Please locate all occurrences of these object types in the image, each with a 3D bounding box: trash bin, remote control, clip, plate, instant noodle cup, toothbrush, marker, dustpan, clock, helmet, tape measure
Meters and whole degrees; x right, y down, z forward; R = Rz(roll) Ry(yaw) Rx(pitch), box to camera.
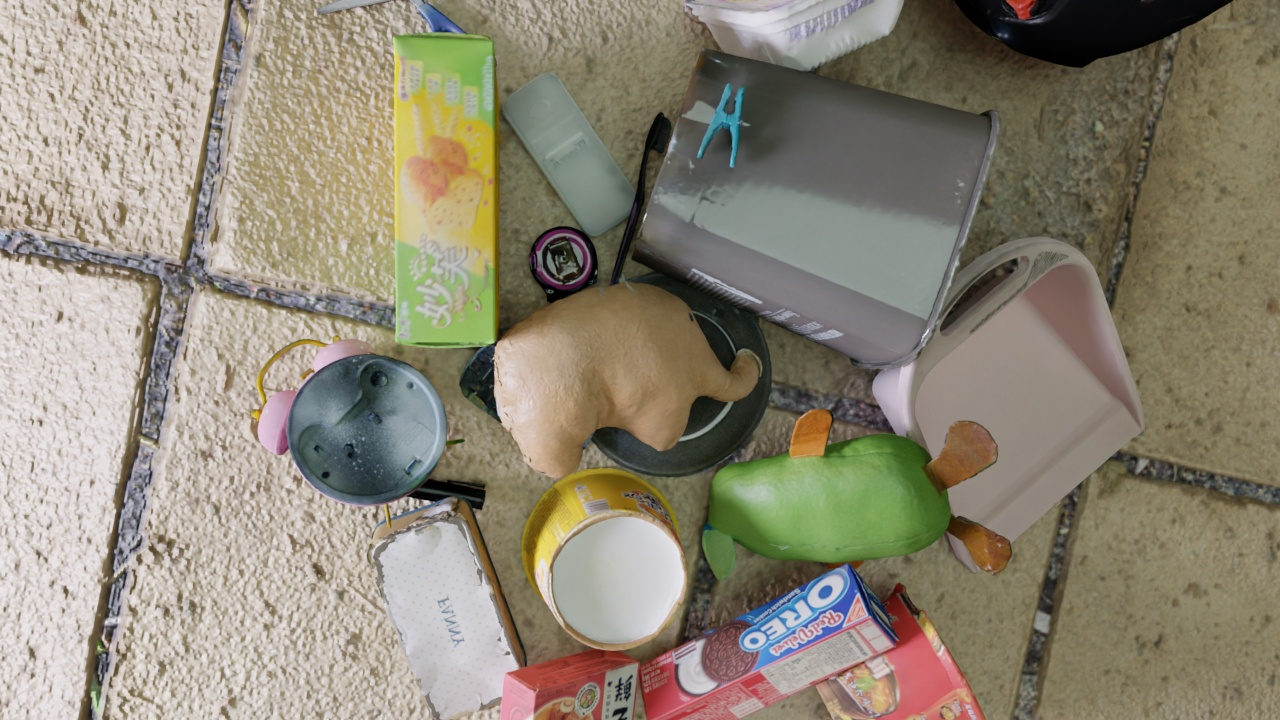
[{"bbox_3d":[0.120,-0.118,0.713,0.220,0.199,0.198,18,88,-3],"label":"trash bin"},{"bbox_3d":[-0.058,-0.170,0.764,0.056,0.020,0.136,-36,99,-4],"label":"remote control"},{"bbox_3d":[0.059,-0.160,0.623,0.038,0.013,0.055,17,91,4],"label":"clip"},{"bbox_3d":[0.028,0.013,0.783,0.179,0.024,0.179,0,92,-8],"label":"plate"},{"bbox_3d":[0.209,0.277,0.771,0.108,0.138,0.138,-28,96,2],"label":"instant noodle cup"},{"bbox_3d":[-0.024,0.163,0.740,0.138,0.110,0.138,0,93,-9],"label":"instant noodle cup"},{"bbox_3d":[-0.005,-0.113,0.760,0.016,0.014,0.189,16,90,-31],"label":"toothbrush"},{"bbox_3d":[-0.194,0.102,0.758,0.132,0.020,0.022,12,86,-9],"label":"marker"},{"bbox_3d":[0.318,0.036,0.768,0.222,0.139,0.273,-41,97,-5],"label":"dustpan"},{"bbox_3d":[-0.227,0.046,0.717,0.158,0.060,0.117,40,67,-2],"label":"clock"},{"bbox_3d":[0.337,-0.354,0.708,0.274,0.231,0.233,17,75,-10],"label":"helmet"},{"bbox_3d":[-0.064,-0.082,0.758,0.057,0.039,0.058,-23,95,-6],"label":"tape measure"},{"bbox_3d":[0.125,-0.275,0.723,0.138,0.173,0.060,-26,118,-7],"label":"instant noodle cup"}]

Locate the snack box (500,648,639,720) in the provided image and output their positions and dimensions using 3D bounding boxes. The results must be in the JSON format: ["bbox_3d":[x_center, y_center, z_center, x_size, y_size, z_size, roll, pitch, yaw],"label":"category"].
[{"bbox_3d":[-0.059,0.308,0.742,0.113,0.044,0.127,1,97,-45],"label":"snack box"}]

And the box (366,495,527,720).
[{"bbox_3d":[-0.151,0.207,0.742,0.089,0.059,0.184,-17,104,-7],"label":"box"}]

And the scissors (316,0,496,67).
[{"bbox_3d":[-0.174,-0.301,0.747,0.162,0.012,0.176,-39,96,-4],"label":"scissors"}]

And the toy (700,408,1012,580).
[{"bbox_3d":[0.165,0.114,0.743,0.247,0.089,0.227,-5,131,19],"label":"toy"}]

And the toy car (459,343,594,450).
[{"bbox_3d":[-0.093,0.035,0.760,0.120,0.037,0.054,38,86,-9],"label":"toy car"}]

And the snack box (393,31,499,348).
[{"bbox_3d":[-0.141,-0.116,0.685,0.070,0.158,0.210,0,93,-8],"label":"snack box"}]

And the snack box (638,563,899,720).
[{"bbox_3d":[0.101,0.242,0.749,0.208,0.057,0.058,-30,128,14],"label":"snack box"}]

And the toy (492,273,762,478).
[{"bbox_3d":[-0.004,0.004,0.725,0.225,0.082,0.143,-14,107,-15],"label":"toy"}]
